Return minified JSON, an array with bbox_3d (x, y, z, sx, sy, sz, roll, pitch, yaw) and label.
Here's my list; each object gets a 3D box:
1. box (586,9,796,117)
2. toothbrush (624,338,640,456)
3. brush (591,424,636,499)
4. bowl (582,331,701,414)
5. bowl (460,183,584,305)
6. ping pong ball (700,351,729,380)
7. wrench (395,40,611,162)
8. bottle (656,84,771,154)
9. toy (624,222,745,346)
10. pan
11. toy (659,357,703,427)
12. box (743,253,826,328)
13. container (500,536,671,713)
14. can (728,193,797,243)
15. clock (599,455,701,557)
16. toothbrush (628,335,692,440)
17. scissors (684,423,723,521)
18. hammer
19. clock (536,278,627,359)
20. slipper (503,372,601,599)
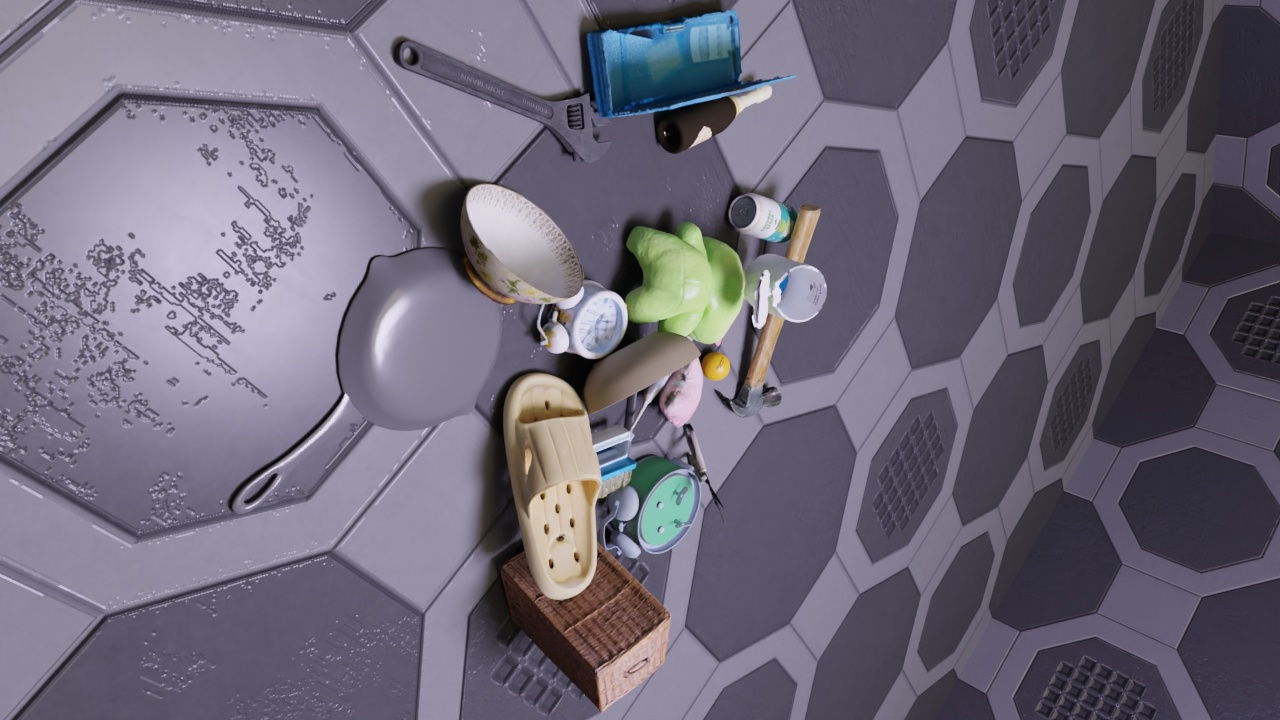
[{"bbox_3d":[0.063,-0.331,1.006,0.230,0.112,0.094,-26,116,-41],"label":"box"},{"bbox_3d":[-0.011,0.050,1.189,0.013,0.013,0.167,-19,121,-51],"label":"toothbrush"},{"bbox_3d":[-0.070,0.132,1.129,0.135,0.055,0.075,-18,125,-42],"label":"brush"},{"bbox_3d":[-0.007,0.006,1.092,0.152,0.153,0.050,-29,91,-36],"label":"bowl"},{"bbox_3d":[-0.132,-0.103,0.922,0.063,0.145,0.145,-41,150,28],"label":"bowl"},{"bbox_3d":[0.104,0.008,1.274,0.040,0.040,0.040,-23,123,-40],"label":"ping pong ball"},{"bbox_3d":[-0.125,-0.259,0.914,0.272,0.018,0.073,9,91,-48],"label":"wrench"},{"bbox_3d":[0.097,-0.303,1.117,0.184,0.045,0.045,-33,129,-34],"label":"bottle"},{"bbox_3d":[0.069,-0.094,1.142,0.196,0.107,0.150,2,93,-44],"label":"toy"},{"bbox_3d":[-0.252,0.024,0.903,0.353,0.024,0.217,-45,135,-24],"label":"pan"},{"bbox_3d":[0.054,0.051,1.230,0.096,0.053,0.098,88,23,-53],"label":"toy"},{"bbox_3d":[0.165,-0.087,1.157,0.136,0.147,0.084,1,104,-23],"label":"box"},{"bbox_3d":[-0.066,0.309,1.107,0.113,0.198,0.113,-30,140,-30],"label":"container"},{"bbox_3d":[0.167,-0.192,1.239,0.101,0.055,0.055,5,104,-49],"label":"can"},{"bbox_3d":[0.010,0.203,1.235,0.161,0.075,0.122,-25,124,-38],"label":"clock"},{"bbox_3d":[0.025,0.026,1.201,0.024,0.022,0.185,38,71,-20],"label":"toothbrush"},{"bbox_3d":[0.085,0.150,1.252,0.012,0.165,0.150,-14,88,-6],"label":"scissors"},{"bbox_3d":[0.190,-0.062,1.301,0.132,0.033,0.331,-12,128,-40],"label":"hammer"},{"bbox_3d":[-0.070,-0.048,1.050,0.125,0.052,0.089,7,103,-46],"label":"clock"},{"bbox_3d":[-0.084,0.141,1.038,0.111,0.079,0.261,-6,90,-40],"label":"slipper"}]
